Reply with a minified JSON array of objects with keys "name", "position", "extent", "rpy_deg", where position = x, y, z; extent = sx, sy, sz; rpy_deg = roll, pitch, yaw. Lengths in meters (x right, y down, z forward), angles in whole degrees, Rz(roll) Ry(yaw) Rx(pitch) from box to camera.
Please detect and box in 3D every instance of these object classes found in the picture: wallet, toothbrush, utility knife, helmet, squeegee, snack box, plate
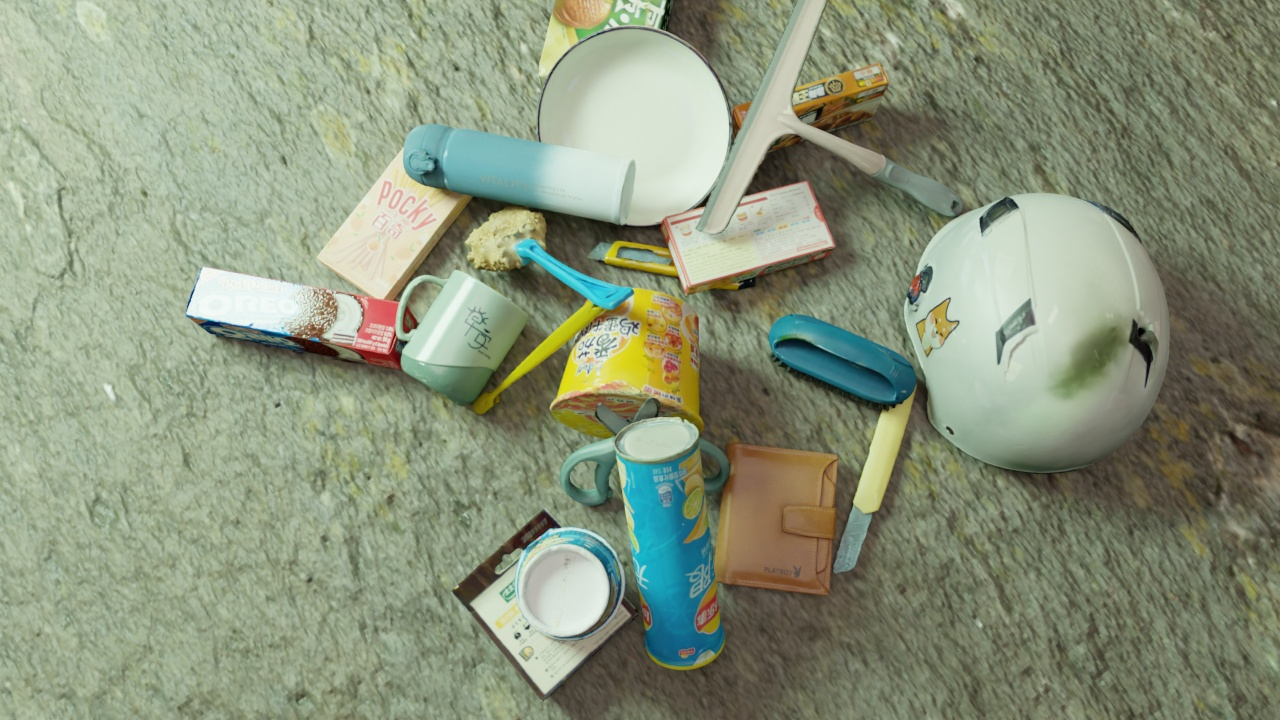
[{"name":"wallet","position":[0.126,0.146,0.850],"extent":[0.108,0.031,0.131],"rpy_deg":[7,78,5]},{"name":"toothbrush","position":[-0.093,-0.004,0.840],"extent":[0.191,0.016,0.015],"rpy_deg":[-38,85,31]},{"name":"utility knife","position":[0.222,0.100,0.863],"extent":[0.031,0.022,0.212],"rpy_deg":[20,71,7]},{"name":"helmet","position":[0.366,-0.040,0.822],"extent":[0.230,0.157,0.273],"rpy_deg":[4,77,2]},{"name":"squeegee","position":[0.216,-0.191,0.878],"extent":[0.249,0.040,0.248],"rpy_deg":[21,98,-17]},{"name":"utility knife","position":[0.032,-0.096,0.915],"extent":[0.170,0.015,0.033],"rpy_deg":[10,74,3]},{"name":"snack box","position":[-0.244,-0.140,0.928],"extent":[0.084,0.026,0.157],"rpy_deg":[33,80,9]},{"name":"snack box","position":[-0.025,-0.378,0.960],"extent":[0.114,0.063,0.239],"rpy_deg":[11,77,4]},{"name":"snack box","position":[-0.084,0.218,0.825],"extent":[0.113,0.053,0.125],"rpy_deg":[-41,78,-8]},{"name":"snack box","position":[0.106,-0.121,0.903],"extent":[0.155,0.027,0.077],"rpy_deg":[-16,75,-11]},{"name":"snack box","position":[-0.328,-0.041,0.892],"extent":[0.207,0.058,0.057],"rpy_deg":[11,74,4]},{"name":"plate","position":[-0.005,-0.227,0.896],"extent":[0.192,0.039,0.193],"rpy_deg":[5,116,10]},{"name":"snack box","position":[0.165,-0.247,0.918],"extent":[0.153,0.075,0.026],"rpy_deg":[-18,76,-3]}]

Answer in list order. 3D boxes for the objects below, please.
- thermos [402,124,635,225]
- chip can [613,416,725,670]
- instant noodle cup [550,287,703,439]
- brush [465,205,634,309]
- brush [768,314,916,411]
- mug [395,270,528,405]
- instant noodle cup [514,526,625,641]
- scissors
[{"name":"thermos","position":[-0.117,-0.180,0.882],"extent":[0.220,0.070,0.070],"rpy_deg":[11,77,6]},{"name":"chip can","position":[0.026,0.155,0.770],"extent":[0.071,0.071,0.210],"rpy_deg":[-9,114,-1]},{"name":"instant noodle cup","position":[-0.005,0.005,0.838],"extent":[0.138,0.138,0.109],"rpy_deg":[7,69,3]},{"name":"brush","position":[-0.084,-0.090,0.835],"extent":[0.083,0.046,0.255],"rpy_deg":[-37,38,-18]},{"name":"brush","position":[0.188,-0.003,0.858],"extent":[0.144,0.073,0.055],"rpy_deg":[24,74,13]},{"name":"mug","position":[-0.179,-0.026,0.862],"extent":[0.111,0.082,0.106],"rpy_deg":[35,82,-20]},{"name":"instant noodle cup","position":[-0.061,0.186,0.753],"extent":[0.099,0.110,0.099],"rpy_deg":[0,80,-2]},{"name":"scissors","position":[0.013,0.089,0.818],"extent":[0.180,0.171,0.019],"rpy_deg":[12,48,-15]}]
